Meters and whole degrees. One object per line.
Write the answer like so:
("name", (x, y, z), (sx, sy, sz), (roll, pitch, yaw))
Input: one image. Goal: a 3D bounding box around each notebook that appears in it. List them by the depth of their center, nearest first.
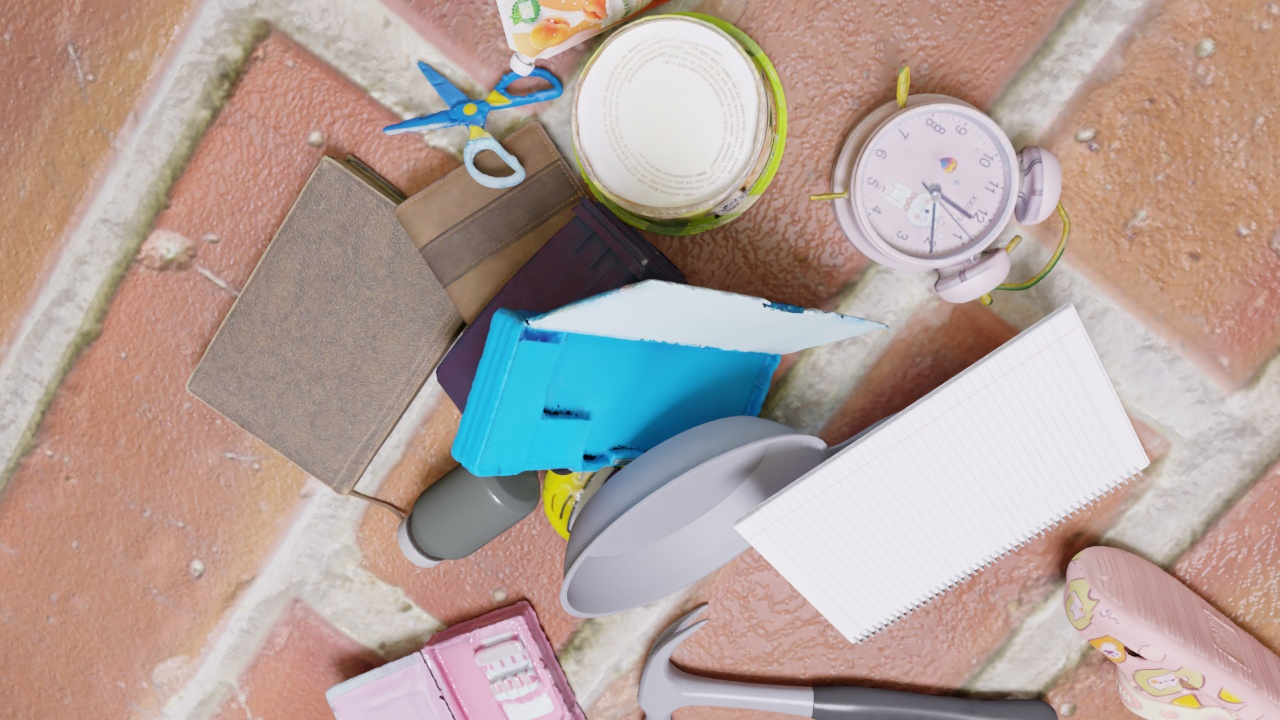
("notebook", (0.208, 0.090, 0.618), (0.246, 0.013, 0.178), (-36, 124, 12))
("notebook", (-0.202, -0.009, 0.672), (0.190, 0.034, 0.216), (37, 102, -4))

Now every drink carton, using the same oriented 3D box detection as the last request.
("drink carton", (-0.032, -0.229, 0.577), (0.122, 0.069, 0.039), (-29, 65, -9))

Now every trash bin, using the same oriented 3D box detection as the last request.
("trash bin", (-0.045, -0.015, 0.604), (0.161, 0.093, 0.092), (-46, 57, 7))

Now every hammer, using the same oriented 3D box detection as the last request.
("hammer", (0.153, 0.257, 0.693), (0.311, 0.029, 0.125), (4, 103, 5))

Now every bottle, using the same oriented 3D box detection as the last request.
("bottle", (-0.127, 0.109, 0.671), (0.109, 0.060, 0.060), (-36, 96, 26))

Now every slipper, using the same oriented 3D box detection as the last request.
("slipper", (0.367, 0.208, 0.637), (0.197, 0.093, 0.082), (32, 123, -3))

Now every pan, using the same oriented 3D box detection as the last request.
("pan", (0.102, 0.070, 0.618), (0.356, 0.201, 0.050), (-28, 61, -9))

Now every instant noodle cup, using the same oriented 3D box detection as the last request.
("instant noodle cup", (0.022, -0.151, 0.585), (0.146, 0.097, 0.146), (1, 102, 6))

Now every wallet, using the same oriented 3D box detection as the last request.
("wallet", (-0.093, -0.094, 0.630), (0.121, 0.027, 0.098), (-34, 93, -9))

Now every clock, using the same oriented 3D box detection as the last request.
("clock", (0.201, -0.104, 0.596), (0.158, 0.058, 0.117), (33, 103, -2))

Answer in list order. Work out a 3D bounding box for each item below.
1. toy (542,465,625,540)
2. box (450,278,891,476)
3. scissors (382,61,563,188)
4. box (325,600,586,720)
("toy", (-0.026, 0.097, 0.672), (0.094, 0.041, 0.095), (28, 102, -6))
("box", (0.020, -0.001, 0.552), (0.171, 0.243, 0.071), (-46, 59, 29))
("scissors", (-0.112, -0.161, 0.620), (0.125, 0.015, 0.127), (-11, 65, 0))
("box", (-0.121, 0.322, 0.731), (0.179, 0.039, 0.232), (-21, 99, 6))
